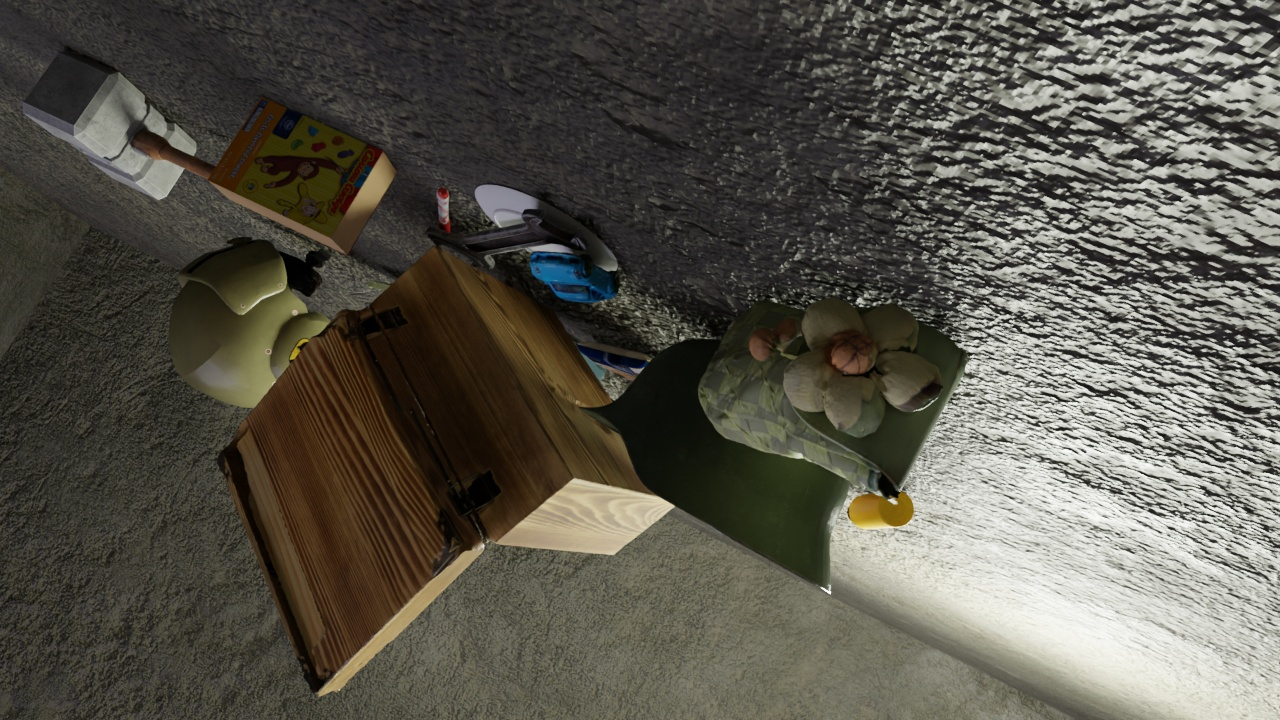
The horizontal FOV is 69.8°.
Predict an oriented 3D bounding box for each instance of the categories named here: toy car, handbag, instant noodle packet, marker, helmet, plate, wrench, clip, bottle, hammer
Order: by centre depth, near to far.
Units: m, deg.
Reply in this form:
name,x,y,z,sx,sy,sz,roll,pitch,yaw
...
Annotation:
name,x,y,z,sx,sy,sz,roll,pitch,yaw
handbag,0.115,0.011,0.613,0.187,0.113,0.117,17,157,41
toy car,-0.053,-0.066,0.744,0.048,0.032,0.105,7,174,21
plate,-0.082,-0.105,0.774,0.134,0.011,0.135,26,168,6
wrench,-0.122,-0.105,0.800,0.070,0.010,0.274,32,167,-27
helmet,0.080,0.068,0.805,0.268,0.153,0.227,26,172,22
marker,-0.185,-0.136,0.861,0.013,0.012,0.142,28,168,-6
hammer,-0.487,-0.214,1.010,0.318,0.082,0.163,25,168,12
clip,-0.143,-0.074,1.013,0.049,0.025,0.061,22,175,41
instant noodle packet,-0.006,0.006,1.039,0.134,0.026,0.087,13,167,47
bottle,0.285,0.182,1.113,0.043,0.043,0.144,27,168,1
helmet,-0.541,-0.059,1.308,0.251,0.255,0.232,13,165,44

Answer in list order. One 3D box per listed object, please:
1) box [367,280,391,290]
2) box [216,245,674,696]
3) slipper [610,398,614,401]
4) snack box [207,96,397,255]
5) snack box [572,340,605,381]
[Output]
name,x,y,z,sx,sy,sz,roll,pitch,yaw
box,-0.293,-0.055,1.261,0.097,0.082,0.188,2,-170,-45
box,-0.209,0.111,0.889,0.279,0.337,0.286,57,-169,25
slipper,-0.063,0.074,1.263,0.264,0.063,0.111,32,179,31
snack box,-0.295,-0.162,0.805,0.126,0.088,0.040,25,168,9
snack box,-0.124,-0.001,1.198,0.075,0.053,0.175,36,167,-34
